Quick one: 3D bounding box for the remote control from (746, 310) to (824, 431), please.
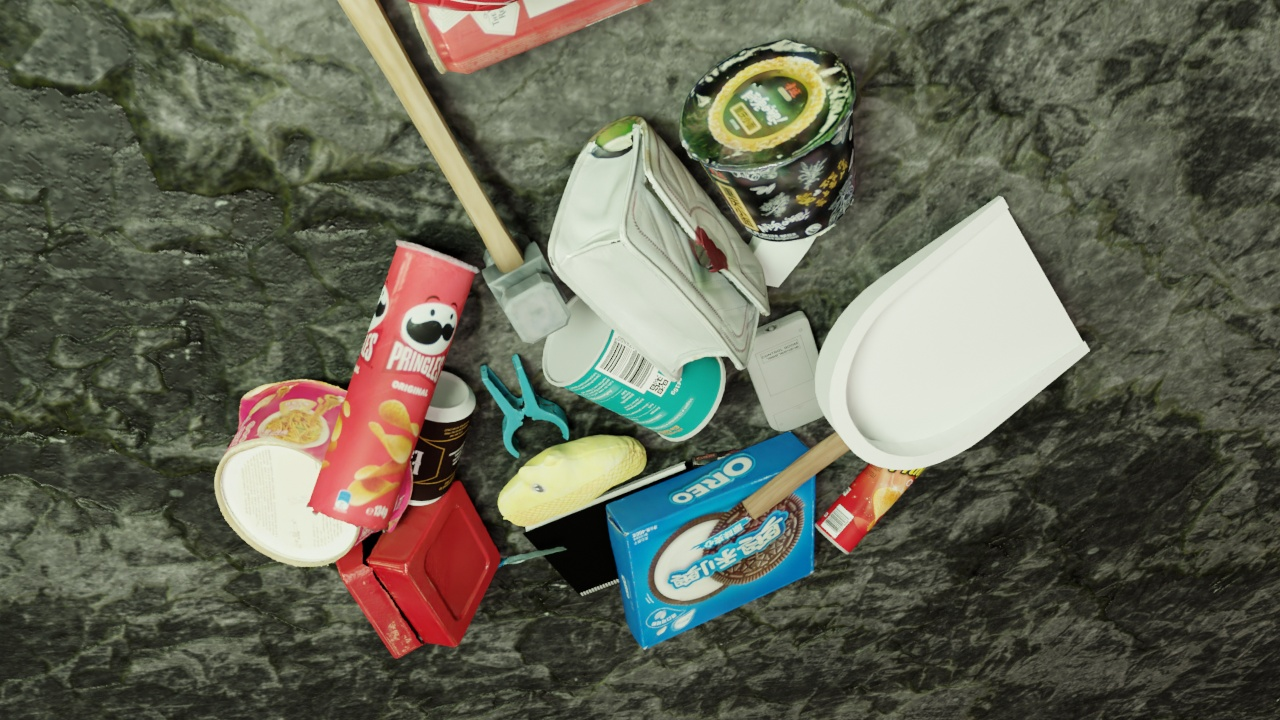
[{"bbox_3d":[0.156,0.015,0.976,0.074,0.019,0.151,-23,131,4],"label":"remote control"}]

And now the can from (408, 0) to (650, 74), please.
[{"bbox_3d":[-0.072,-0.258,0.643,0.170,0.067,0.067,-21,132,3],"label":"can"}]

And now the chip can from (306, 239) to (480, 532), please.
[{"bbox_3d":[-0.206,0.021,0.765,0.073,0.073,0.233,20,88,-29],"label":"chip can"}]

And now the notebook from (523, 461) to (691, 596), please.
[{"bbox_3d":[-0.012,0.204,1.083,0.207,0.016,0.149,-23,130,11],"label":"notebook"}]

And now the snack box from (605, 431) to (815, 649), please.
[{"bbox_3d":[0.086,0.206,1.046,0.238,0.056,0.196,-20,128,-17],"label":"snack box"}]

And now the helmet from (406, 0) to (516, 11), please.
[{"bbox_3d":[-0.096,-0.310,0.502,0.270,0.197,0.225,9,119,-22],"label":"helmet"}]

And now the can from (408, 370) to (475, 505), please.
[{"bbox_3d":[-0.207,0.075,0.892,0.071,0.071,0.129,7,128,-21],"label":"can"}]

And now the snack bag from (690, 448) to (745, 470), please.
[{"bbox_3d":[0.095,0.164,1.088,0.074,0.018,0.155,-8,131,-8],"label":"snack bag"}]

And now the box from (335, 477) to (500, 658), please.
[{"bbox_3d":[-0.231,0.214,0.976,0.156,0.147,0.158,-23,133,-11],"label":"box"}]

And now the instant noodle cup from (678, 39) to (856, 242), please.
[{"bbox_3d":[0.112,-0.169,0.737,0.137,0.137,0.112,-26,142,7],"label":"instant noodle cup"}]

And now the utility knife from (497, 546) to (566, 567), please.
[{"bbox_3d":[-0.193,0.243,1.064,0.225,0.031,0.015,-15,100,3],"label":"utility knife"}]

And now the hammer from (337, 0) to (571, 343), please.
[{"bbox_3d":[-0.148,-0.160,0.694,0.051,0.117,0.323,-29,123,-2],"label":"hammer"}]

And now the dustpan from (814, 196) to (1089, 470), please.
[{"bbox_3d":[0.300,-0.005,0.905,0.258,0.053,0.191,-35,106,6],"label":"dustpan"}]

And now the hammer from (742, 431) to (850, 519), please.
[{"bbox_3d":[0.246,0.064,0.977,0.328,0.052,0.098,-35,122,1],"label":"hammer"}]

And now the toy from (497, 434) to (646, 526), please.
[{"bbox_3d":[-0.077,0.127,0.968,0.171,0.064,0.155,-28,157,11],"label":"toy"}]

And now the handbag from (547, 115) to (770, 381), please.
[{"bbox_3d":[0.026,-0.089,0.770,0.096,0.141,0.198,-11,142,36],"label":"handbag"}]

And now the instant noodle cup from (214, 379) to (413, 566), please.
[{"bbox_3d":[-0.309,0.113,0.846,0.179,0.077,0.179,5,119,9],"label":"instant noodle cup"}]

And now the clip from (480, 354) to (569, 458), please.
[{"bbox_3d":[-0.135,0.057,0.929,0.121,0.031,0.130,-33,131,19],"label":"clip"}]

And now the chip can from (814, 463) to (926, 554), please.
[{"bbox_3d":[0.288,0.124,1.042,0.215,0.052,0.052,-49,127,4],"label":"chip can"}]

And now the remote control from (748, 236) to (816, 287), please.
[{"bbox_3d":[0.142,-0.127,0.844,0.049,0.024,0.144,12,126,-24],"label":"remote control"}]

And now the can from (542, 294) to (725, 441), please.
[{"bbox_3d":[-0.005,0.005,0.868,0.144,0.099,0.099,28,118,-33],"label":"can"}]
